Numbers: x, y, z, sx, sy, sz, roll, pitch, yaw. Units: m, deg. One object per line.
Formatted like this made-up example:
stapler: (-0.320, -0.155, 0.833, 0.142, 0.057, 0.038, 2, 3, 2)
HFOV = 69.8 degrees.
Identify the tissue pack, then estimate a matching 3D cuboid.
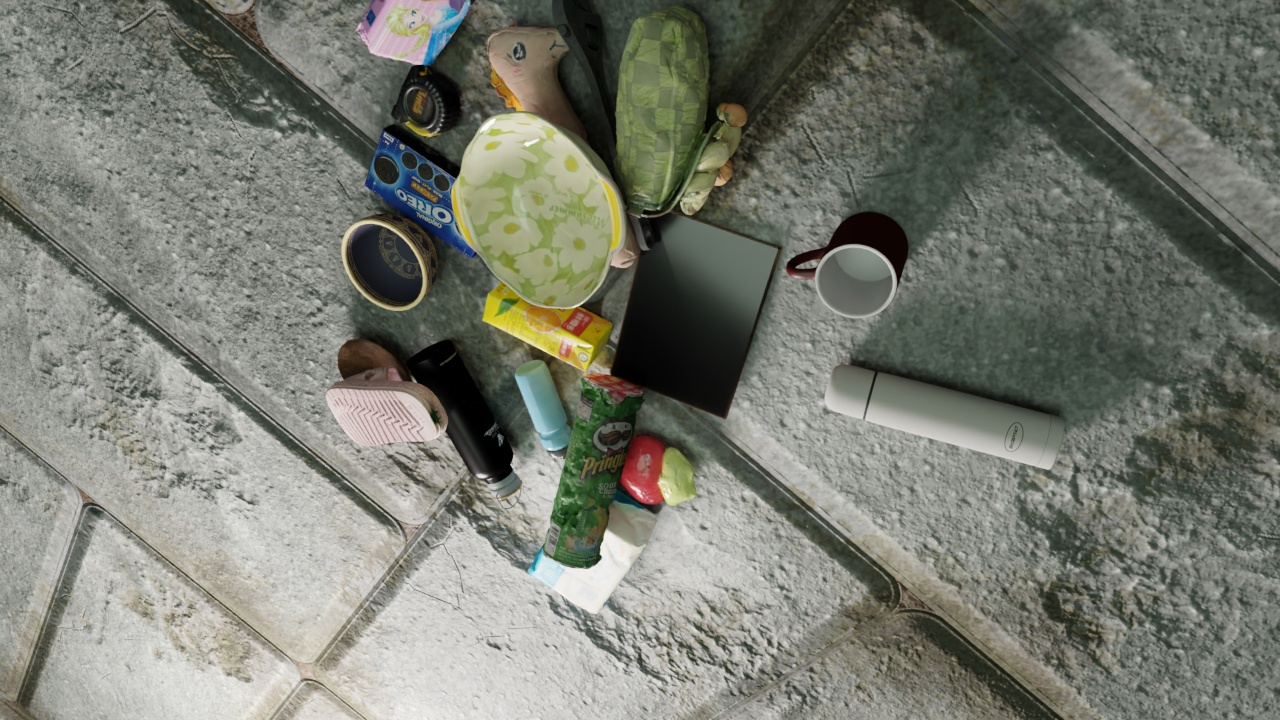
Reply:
tissue pack: (-0.065, 0.241, 1.180, 0.117, 0.065, 0.210, 31, 127, 3)

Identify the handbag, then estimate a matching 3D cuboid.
handbag: (0.039, -0.220, 0.833, 0.117, 0.113, 0.187, 12, 122, 9)

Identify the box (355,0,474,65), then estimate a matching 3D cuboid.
box: (-0.191, -0.397, 0.863, 0.231, 0.085, 0.096, -41, 65, 36)

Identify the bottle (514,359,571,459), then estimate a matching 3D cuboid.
bottle: (-0.113, 0.064, 1.110, 0.040, 0.040, 0.130, -6, 116, 27)

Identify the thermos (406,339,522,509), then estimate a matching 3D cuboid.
thermos: (-0.210, 0.088, 1.155, 0.061, 0.061, 0.231, -15, 112, 30)

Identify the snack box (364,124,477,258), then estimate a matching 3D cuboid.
snack box: (-0.231, -0.187, 1.022, 0.150, 0.027, 0.082, 34, 127, 2)

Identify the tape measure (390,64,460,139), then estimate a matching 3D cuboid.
tape measure: (-0.220, -0.270, 0.963, 0.062, 0.038, 0.067, 39, 124, 9)

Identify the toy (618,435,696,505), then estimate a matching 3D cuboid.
toy: (0.004, 0.132, 1.096, 0.135, 0.045, 0.092, 11, 119, 20)

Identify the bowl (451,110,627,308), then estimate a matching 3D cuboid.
bowl: (-0.084, -0.147, 0.876, 0.220, 0.060, 0.188, 7, 118, 38)

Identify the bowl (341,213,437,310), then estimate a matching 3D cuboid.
bowl: (-0.280, -0.121, 1.060, 0.112, 0.061, 0.113, 12, 125, 18)

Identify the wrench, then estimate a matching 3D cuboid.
wrench: (-0.030, -0.231, 0.884, 0.018, 0.072, 0.273, -5, 119, 26)

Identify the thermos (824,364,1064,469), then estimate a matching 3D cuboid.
thermos: (0.297, 0.053, 0.914, 0.224, 0.052, 0.052, 15, 124, 15)

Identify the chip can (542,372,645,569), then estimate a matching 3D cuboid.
chip can: (-0.056, 0.130, 1.057, 0.075, 0.075, 0.223, 17, 103, 14)

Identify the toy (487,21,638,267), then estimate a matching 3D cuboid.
toy: (-0.103, -0.199, 0.937, 0.197, 0.065, 0.264, -22, 107, 28)

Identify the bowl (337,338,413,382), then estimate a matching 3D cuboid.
bowl: (-0.338, 0.015, 1.190, 0.114, 0.026, 0.102, 43, 127, -5)

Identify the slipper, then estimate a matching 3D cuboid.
slipper: (-0.308, 0.052, 1.141, 0.240, 0.064, 0.094, -4, 121, 45)

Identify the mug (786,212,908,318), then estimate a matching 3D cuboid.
mug: (0.191, -0.090, 0.857, 0.106, 0.082, 0.073, 4, 120, 22)

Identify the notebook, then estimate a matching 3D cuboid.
notebook: (0.053, -0.048, 0.980, 0.141, 0.008, 0.210, 21, 121, 11)

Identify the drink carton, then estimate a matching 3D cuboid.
drink carton: (-0.104, -0.042, 1.032, 0.134, 0.058, 0.043, 26, 128, 7)
